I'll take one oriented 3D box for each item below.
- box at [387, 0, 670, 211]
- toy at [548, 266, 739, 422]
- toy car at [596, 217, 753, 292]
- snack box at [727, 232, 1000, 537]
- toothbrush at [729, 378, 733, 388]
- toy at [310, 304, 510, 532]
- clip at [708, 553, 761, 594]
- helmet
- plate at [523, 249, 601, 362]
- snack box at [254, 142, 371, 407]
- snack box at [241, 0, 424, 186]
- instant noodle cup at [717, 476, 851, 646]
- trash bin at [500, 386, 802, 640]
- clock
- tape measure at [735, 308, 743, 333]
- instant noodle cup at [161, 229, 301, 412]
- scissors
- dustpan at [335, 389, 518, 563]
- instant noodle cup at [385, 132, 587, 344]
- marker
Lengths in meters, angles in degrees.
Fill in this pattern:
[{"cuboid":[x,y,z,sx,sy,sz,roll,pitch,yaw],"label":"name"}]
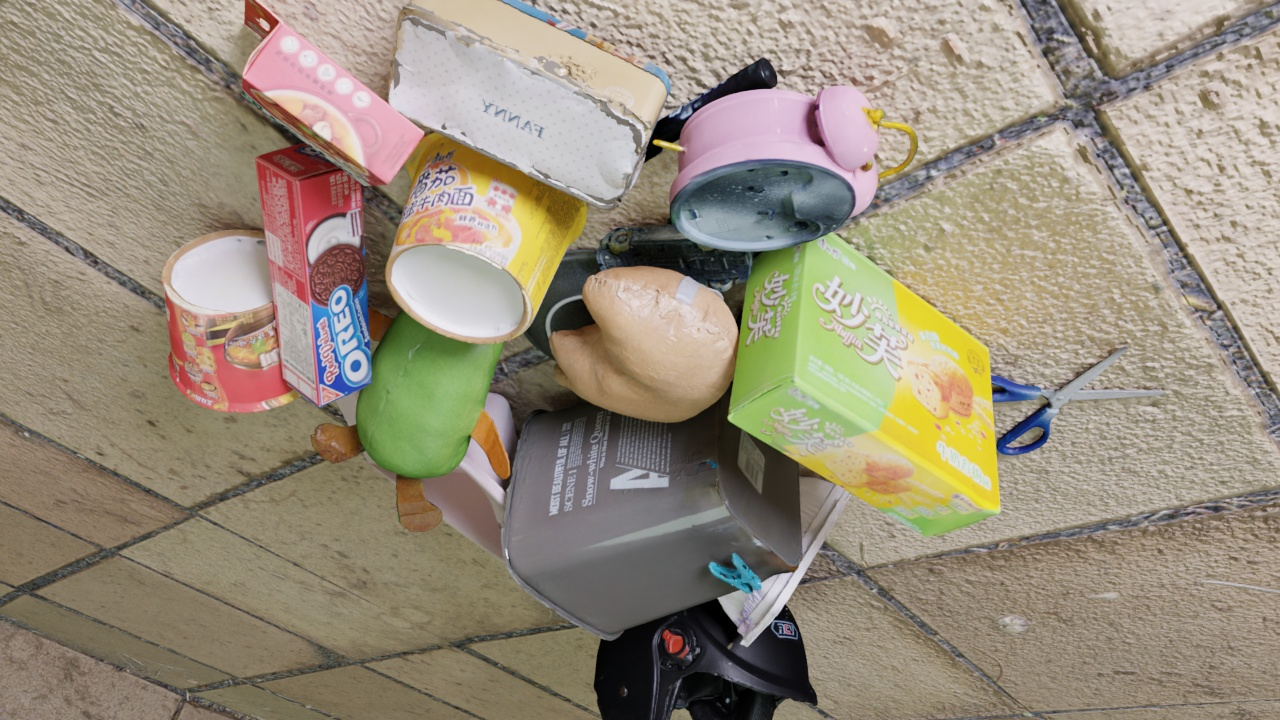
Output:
[{"cuboid":[-0.077,-0.172,0.581,0.184,0.059,0.090,27,142,-4],"label":"box"},{"cuboid":[-0.004,0.004,0.744,0.143,0.082,0.227,33,149,-6],"label":"toy"},{"cuboid":[0.026,-0.081,0.700,0.121,0.036,0.054,-1,142,20],"label":"toy car"},{"cuboid":[0.171,0.016,0.682,0.210,0.157,0.070,31,139,-23],"label":"snack box"},{"cuboid":[0.092,0.029,0.815,0.017,0.014,0.189,5,150,49],"label":"toothbrush"},{"cuboid":[-0.192,0.030,0.817,0.227,0.089,0.247,42,115,17],"label":"toy"},{"cuboid":[0.083,0.183,0.783,0.038,0.013,0.055,-27,128,26],"label":"clip"},{"cuboid":[0.076,0.347,1.093,0.275,0.229,0.233,-17,149,35],"label":"helmet"},{"cuboid":[-0.027,-0.026,0.800,0.179,0.024,0.180,8,143,6],"label":"plate"},{"cuboid":[-0.256,-0.064,0.729,0.058,0.057,0.208,30,130,28],"label":"snack box"},{"cuboid":[-0.213,-0.169,0.597,0.127,0.044,0.113,37,174,-24],"label":"snack box"},{"cuboid":[0.142,0.194,0.938,0.060,0.173,0.138,33,145,10],"label":"instant noodle cup"},{"cuboid":[0.018,0.130,0.864,0.220,0.198,0.198,-21,134,30],"label":"trash bin"},{"cuboid":[0.094,-0.122,0.583,0.159,0.059,0.117,-5,160,13],"label":"clock"},{"cuboid":[0.102,-0.013,0.765,0.058,0.039,0.057,16,143,-5],"label":"tape measure"},{"cuboid":[-0.347,-0.040,0.797,0.138,0.137,0.109,13,136,1],"label":"instant noodle cup"},{"cuboid":[0.343,0.035,0.779,0.176,0.012,0.163,6,142,8],"label":"scissors"},{"cuboid":[-0.220,0.123,0.962,0.273,0.138,0.223,5,144,10],"label":"dustpan"},{"cuboid":[-0.118,-0.086,0.677,0.138,0.109,0.138,9,144,7],"label":"instant noodle cup"},{"cuboid":[0.033,-0.159,0.608,0.132,0.020,0.022,-22,136,38],"label":"marker"}]
